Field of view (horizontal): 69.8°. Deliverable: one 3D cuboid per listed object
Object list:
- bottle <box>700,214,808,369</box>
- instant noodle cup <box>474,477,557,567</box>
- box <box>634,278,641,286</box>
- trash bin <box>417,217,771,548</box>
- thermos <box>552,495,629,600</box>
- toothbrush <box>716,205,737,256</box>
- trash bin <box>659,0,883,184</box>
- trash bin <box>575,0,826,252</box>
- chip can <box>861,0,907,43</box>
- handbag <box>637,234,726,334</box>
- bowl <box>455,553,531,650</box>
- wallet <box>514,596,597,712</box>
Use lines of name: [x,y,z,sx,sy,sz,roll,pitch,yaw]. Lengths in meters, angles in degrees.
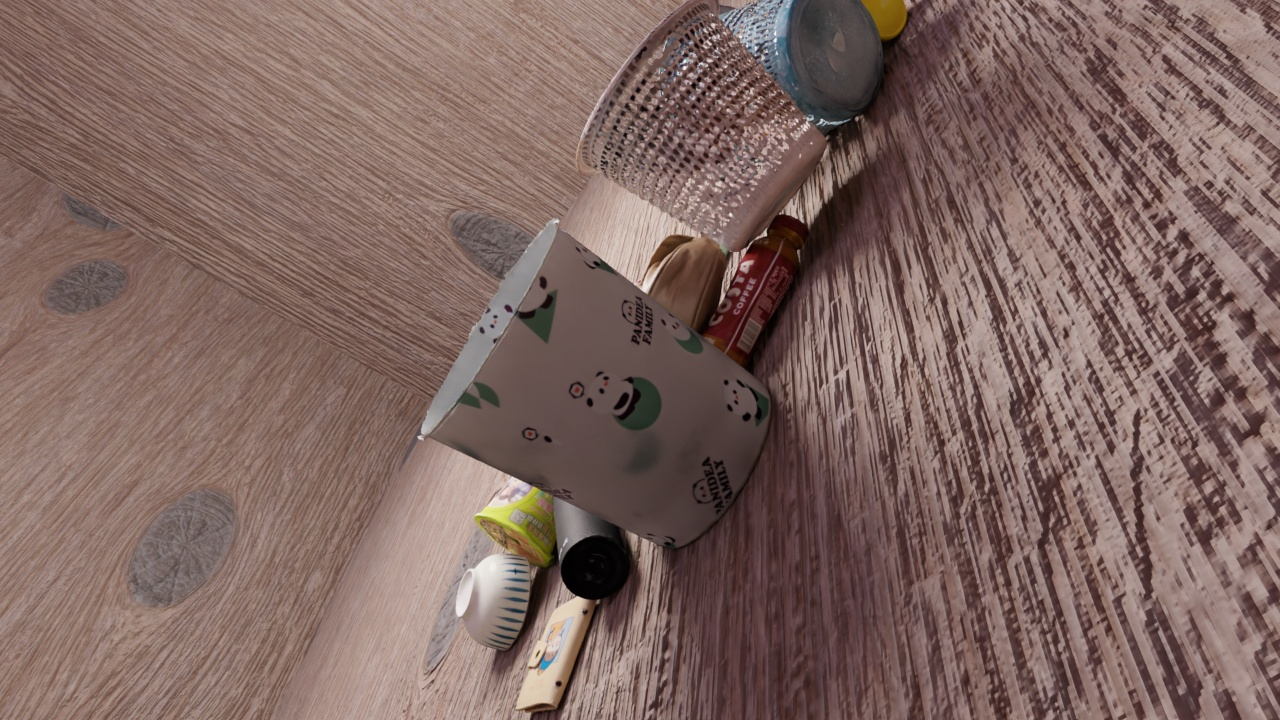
bottle: [0.117,-0.068,0.942,0.174,0.057,0.057,-60,15,-12]
instant noodle cup: [-0.129,0.179,1.161,0.123,0.111,0.112,-56,12,-25]
box: [-0.017,-0.038,1.298,0.162,0.076,0.088,-60,12,-4]
trash bin: [-0.034,0.033,0.842,0.230,0.252,0.229,-53,16,21]
thermos: [-0.060,0.187,1.009,0.242,0.068,0.090,-123,35,-76]
toothbrush: [0.093,-0.125,1.197,0.027,0.026,0.223,104,-172,-60]
trash bin: [0.167,-0.338,1.086,0.195,0.226,0.226,-3,55,57]
trash bin: [0.076,-0.227,0.956,0.227,0.192,0.227,-49,-5,-6]
chip can: [0.248,-0.407,1.178,0.073,0.073,0.217,-61,15,-12]
handbag: [0.027,-0.038,1.006,0.147,0.100,0.205,-62,-9,-48]
bowl: [-0.185,0.290,1.121,0.117,0.066,0.116,-48,33,46]
wallet: [-0.087,0.298,0.928,0.087,0.024,0.114,-32,30,49]
